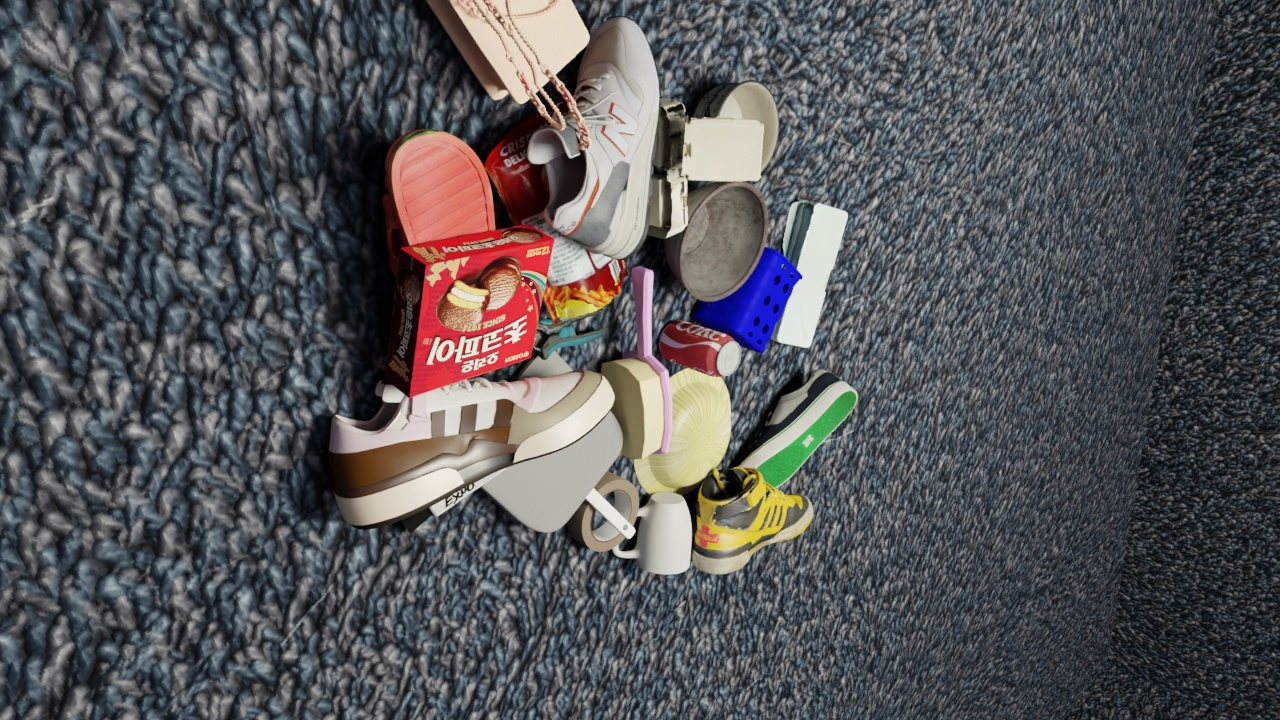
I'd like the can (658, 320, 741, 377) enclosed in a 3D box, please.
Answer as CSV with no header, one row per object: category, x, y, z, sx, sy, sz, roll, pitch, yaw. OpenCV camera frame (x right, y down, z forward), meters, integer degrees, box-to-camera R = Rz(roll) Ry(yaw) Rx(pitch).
can,0.072,-0.014,1.119,0.053,0.097,0.054,-18,117,-40

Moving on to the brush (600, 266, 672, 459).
brush,-0.006,0.006,1.053,0.043,0.089,0.229,-19,119,-35

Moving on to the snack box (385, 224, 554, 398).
snack box,-0.158,-0.049,0.856,0.151,0.036,0.133,-21,135,-47

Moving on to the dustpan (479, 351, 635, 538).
dustpan,-0.082,0.125,1.043,0.257,0.033,0.163,48,69,-25

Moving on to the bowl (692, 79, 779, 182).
bowl,0.104,-0.271,1.081,0.115,0.059,0.116,-18,118,-40

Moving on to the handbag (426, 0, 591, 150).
handbag,-0.083,-0.301,0.786,0.116,0.187,0.199,-45,128,-15

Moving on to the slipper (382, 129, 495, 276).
slipper,-0.186,-0.110,0.853,0.103,0.059,0.249,-41,146,-28

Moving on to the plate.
plate,0.071,0.102,1.207,0.183,0.036,0.184,-18,118,-40

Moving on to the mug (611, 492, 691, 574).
mug,0.015,0.220,1.183,0.107,0.071,0.089,0,103,-17

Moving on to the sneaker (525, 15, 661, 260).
sneaker,-0.049,-0.218,0.885,0.124,0.089,0.240,-7,97,-51

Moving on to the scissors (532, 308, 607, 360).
scissors,-0.089,-0.023,1.000,0.135,0.019,0.130,38,60,-31

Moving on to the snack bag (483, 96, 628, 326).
snack bag,-0.077,-0.151,0.945,0.138,0.067,0.208,-40,128,-34

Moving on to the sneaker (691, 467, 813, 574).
sneaker,0.156,0.192,1.249,0.237,0.086,0.122,-19,116,-47

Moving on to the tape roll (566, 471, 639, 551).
tape roll,-0.046,0.185,1.125,0.093,0.030,0.094,-18,118,-40

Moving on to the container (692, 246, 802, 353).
container,0.136,-0.081,1.169,0.085,0.084,0.113,32,82,-48

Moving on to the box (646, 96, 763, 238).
box,0.048,-0.201,0.961,0.080,0.182,0.144,-27,130,-37

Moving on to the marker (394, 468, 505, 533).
marker,-0.196,0.136,0.943,0.125,0.025,0.025,-35,128,-15

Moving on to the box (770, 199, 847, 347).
box,0.225,-0.119,1.267,0.085,0.073,0.199,-7,113,-64

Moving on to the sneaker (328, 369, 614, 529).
sneaker,-0.167,0.048,0.900,0.293,0.112,0.116,-22,107,-23

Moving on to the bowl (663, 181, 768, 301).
bowl,0.078,-0.149,1.088,0.144,0.067,0.145,-24,128,-34

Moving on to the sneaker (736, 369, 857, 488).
sneaker,0.202,0.107,1.327,0.235,0.079,0.084,-43,140,-3
